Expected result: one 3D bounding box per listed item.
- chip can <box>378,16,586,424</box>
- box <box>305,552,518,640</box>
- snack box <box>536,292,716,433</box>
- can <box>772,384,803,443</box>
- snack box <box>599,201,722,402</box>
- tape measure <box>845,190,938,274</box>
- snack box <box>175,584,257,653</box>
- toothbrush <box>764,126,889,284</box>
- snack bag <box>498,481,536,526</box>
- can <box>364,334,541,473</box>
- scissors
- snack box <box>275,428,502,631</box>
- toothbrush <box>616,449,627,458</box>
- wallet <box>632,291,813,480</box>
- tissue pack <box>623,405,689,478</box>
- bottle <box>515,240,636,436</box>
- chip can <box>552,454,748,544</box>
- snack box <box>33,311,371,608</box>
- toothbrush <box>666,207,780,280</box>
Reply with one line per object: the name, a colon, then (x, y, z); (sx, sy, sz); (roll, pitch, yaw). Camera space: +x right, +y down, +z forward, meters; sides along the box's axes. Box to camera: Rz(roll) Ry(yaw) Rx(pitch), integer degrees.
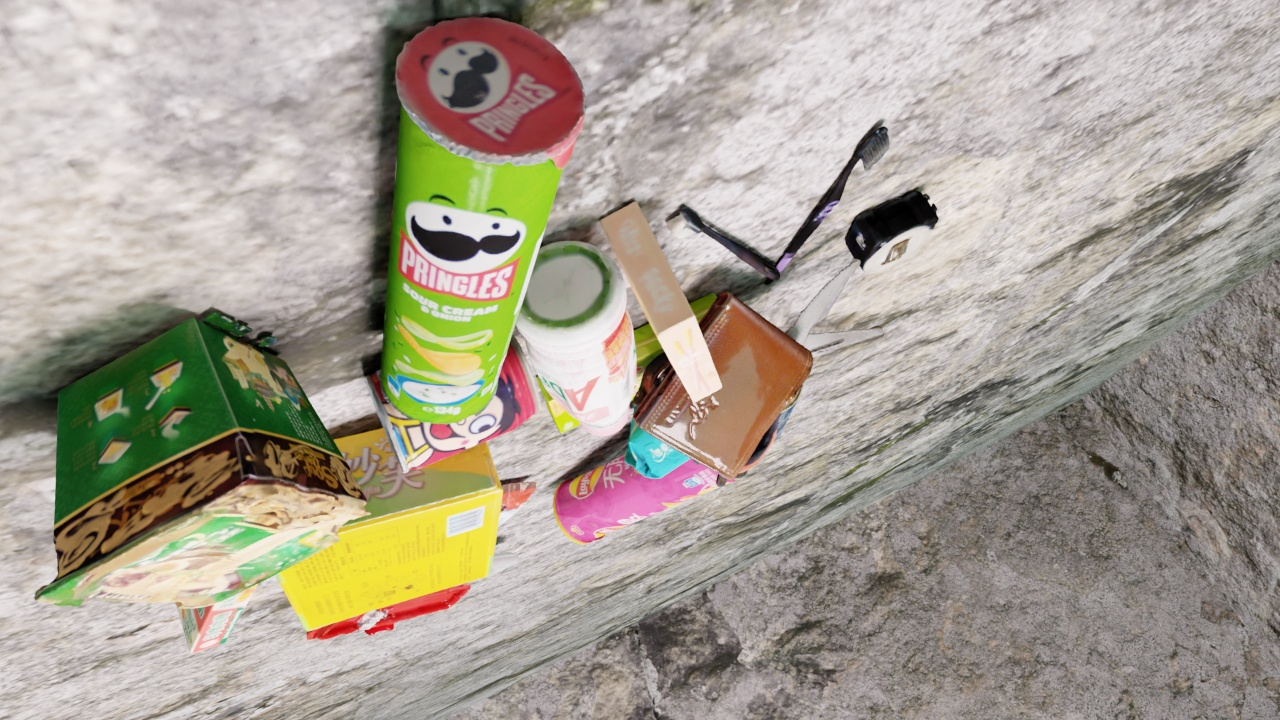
chip can: (-0.085, -0.047, 0.440); (0.072, 0.072, 0.237); (-19, 159, -26)
box: (-0.248, 0.251, 1.008); (0.158, 0.039, 0.200); (-39, 157, 25)
snack box: (-0.004, 0.004, 0.742); (0.156, 0.026, 0.086); (-25, 159, -8)
can: (0.115, 0.038, 0.911); (0.075, 0.075, 0.111); (-24, 159, -12)
snack box: (0.018, -0.032, 0.596); (0.026, 0.084, 0.157); (-27, 160, 3)
tape measure: (0.202, -0.101, 0.747); (0.065, 0.033, 0.066); (-23, 159, -9)
snack box: (-0.281, 0.128, 0.601); (0.027, 0.077, 0.156); (-10, 153, -41)
toothbrush: (0.133, -0.104, 0.675); (0.014, 0.016, 0.189); (-19, 160, -27)
snack bag: (-0.148, 0.153, 0.915); (0.048, 0.026, 0.104); (5, 143, -47)
can: (-0.117, 0.023, 0.577); (0.093, 0.066, 0.067); (-22, 159, -17)
scissors: (0.098, 0.006, 0.738); (0.188, 0.015, 0.226); (20, 106, -30)
snack box: (-0.192, 0.124, 0.688); (0.157, 0.070, 0.211); (-13, 155, -18)
toothbrush: (-0.002, 0.093, 0.976); (0.016, 0.016, 0.181); (-8, 152, -49)
wallet: (0.065, 0.021, 0.703); (0.101, 0.032, 0.124); (30, 100, -29)
tissue pack: (0.044, 0.043, 0.818); (0.134, 0.050, 0.093); (-36, -165, 14)
bottle: (-0.036, -0.002, 0.604); (0.068, 0.068, 0.197); (-26, 157, -7)
chip can: (0.007, 0.120, 0.919); (0.211, 0.071, 0.071); (-29, 163, 35)
snack box: (-0.218, 0.051, 0.455); (0.117, 0.105, 0.118); (-28, 159, 4)
toothbrush: (0.065, -0.078, 0.650); (0.018, 0.015, 0.181); (-30, 160, 23)
